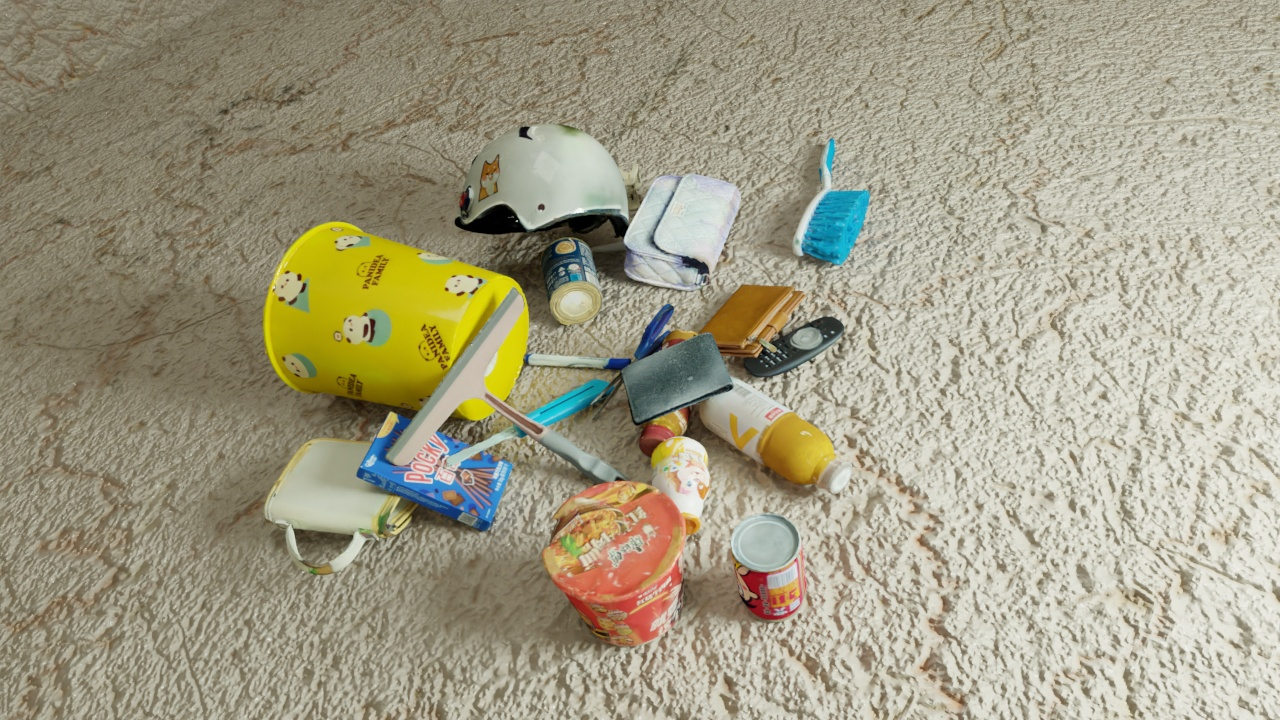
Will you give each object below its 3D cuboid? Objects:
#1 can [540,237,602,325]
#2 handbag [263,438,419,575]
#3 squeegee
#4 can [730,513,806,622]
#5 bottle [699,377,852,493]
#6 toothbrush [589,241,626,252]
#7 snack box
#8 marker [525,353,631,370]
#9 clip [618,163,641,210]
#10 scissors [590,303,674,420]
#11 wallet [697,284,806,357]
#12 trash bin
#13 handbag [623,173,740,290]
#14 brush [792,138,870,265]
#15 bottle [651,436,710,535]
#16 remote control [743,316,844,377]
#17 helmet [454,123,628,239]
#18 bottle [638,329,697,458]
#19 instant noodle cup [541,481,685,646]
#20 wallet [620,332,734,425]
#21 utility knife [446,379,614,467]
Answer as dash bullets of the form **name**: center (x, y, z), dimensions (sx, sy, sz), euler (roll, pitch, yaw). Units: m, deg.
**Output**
- **can**: center (-0.096, -0.110, 1.281), dimensions (0.075, 0.075, 0.111), euler (-15, 42, -1)
- **handbag**: center (-0.345, 0.173, 1.048), dimensions (0.163, 0.063, 0.178), euler (3, 39, 17)
- **squeegee**: center (-0.115, 0.082, 1.049), dimensions (0.249, 0.040, 0.247), euler (33, 70, 3)
- **can**: center (0.123, 0.199, 0.873), dimensions (0.066, 0.094, 0.066), euler (-8, 42, 7)
- **bottle**: center (0.148, 0.084, 1.009), dimensions (0.067, 0.068, 0.189), euler (-37, 47, -23)
- **toothbrush**: center (-0.060, -0.170, 1.380), dimensions (0.180, 0.016, 0.016), euler (-6, 37, 10)
- **snack box**: center (-0.231, 0.125, 1.041), dimensions (0.157, 0.026, 0.084), euler (25, 46, -8)
- **marker**: center (-0.082, 0.002, 1.200), dimensions (0.146, 0.017, 0.016), euler (3, 45, 18)
- **clip**: center (-0.018, -0.286, 1.473), dimensions (0.035, 0.071, 0.099), euler (-9, 39, 5)
- **scissors**: center (-0.004, -0.003, 1.131), dimensions (0.012, 0.165, 0.162), euler (34, 30, 16)
- **wallet**: center (0.140, -0.052, 1.168), dimensions (0.119, 0.035, 0.130), euler (8, 44, 43)
- **trash bin**: center (-0.297, -0.041, 1.166), dimensions (0.255, 0.230, 0.228), euler (13, 48, 19)
- **handbag**: center (0.059, -0.189, 1.317), dimensions (0.134, 0.076, 0.193), euler (13, 49, 10)
- **brush**: center (0.284, -0.244, 1.341), dimensions (0.110, 0.061, 0.313), euler (8, 44, 27)
- **bottle**: center (0.044, 0.135, 0.987), dimensions (0.063, 0.063, 0.108), euler (-9, 43, 6)
- **remote control**: center (0.191, -0.013, 1.133), dimensions (0.136, 0.024, 0.053), euler (-28, 37, -12)
- **helmet**: center (-0.143, -0.259, 1.323), dimensions (0.229, 0.157, 0.275), euler (-2, 8, -42)
- **bottle**: center (0.037, 0.040, 1.095), dimensions (0.057, 0.057, 0.174), euler (2, 45, 17)
- **instant noodle cup**: center (-0.015, 0.204, 0.894), dimensions (0.138, 0.109, 0.137), euler (-8, 42, 7)
- **wallet**: center (0.039, 0.021, 1.054), dimensions (0.121, 0.019, 0.097), euler (-23, 39, 5)
- **utility knife**: center (-0.130, 0.074, 1.093), dimensions (0.237, 0.018, 0.034), euler (-27, 41, -34)
